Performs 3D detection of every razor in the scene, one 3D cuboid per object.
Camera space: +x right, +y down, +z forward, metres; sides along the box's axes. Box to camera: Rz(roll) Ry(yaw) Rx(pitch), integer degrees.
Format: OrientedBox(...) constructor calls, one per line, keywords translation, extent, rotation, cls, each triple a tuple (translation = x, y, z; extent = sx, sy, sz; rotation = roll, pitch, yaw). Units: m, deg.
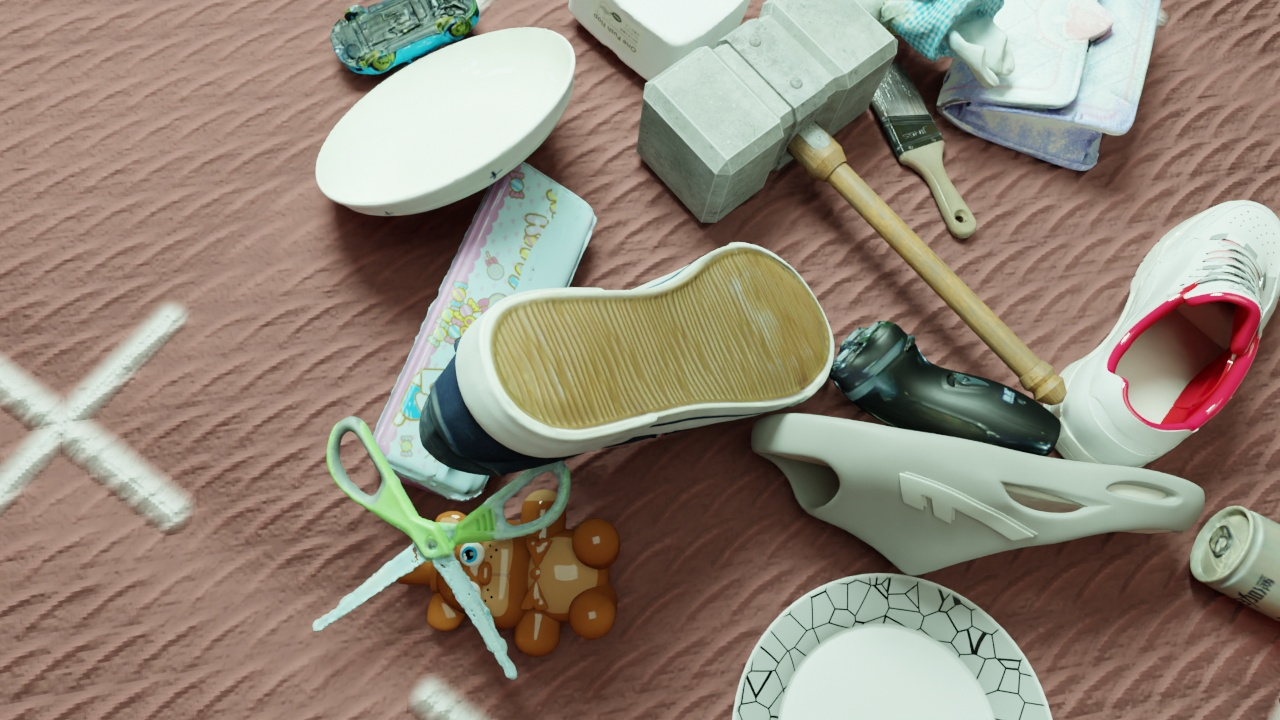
OrientedBox(translation=(0.190, 0.017, 0.570), extent=(0.140, 0.064, 0.052), rotation=(19, 40, 16), cls="razor")

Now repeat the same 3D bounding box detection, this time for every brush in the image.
OrientedBox(translation=(0.202, -0.154, 0.662), extent=(0.039, 0.012, 0.151), rotation=(-18, 74, -10), cls="brush")

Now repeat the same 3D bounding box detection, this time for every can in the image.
OrientedBox(translation=(0.415, 0.143, 0.557), extent=(0.135, 0.054, 0.054), rotation=(27, 72, 5), cls="can")

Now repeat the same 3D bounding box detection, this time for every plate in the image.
OrientedBox(translation=(-0.121, -0.149, 0.592), extent=(0.182, 0.034, 0.182), rotation=(-15, 44, 15), cls="plate")
OrientedBox(translation=(0.145, 0.220, 0.531), extent=(0.188, 0.016, 0.188), rotation=(1, 72, -4), cls="plate")

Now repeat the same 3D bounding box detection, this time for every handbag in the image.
OrientedBox(translation=(0.298, -0.231, 0.667), extent=(0.126, 0.069, 0.158), rotation=(20, 74, 4), cls="handbag")

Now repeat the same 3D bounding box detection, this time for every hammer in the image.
OrientedBox(translation=(0.159, -0.092, 0.601), extent=(0.162, 0.083, 0.317), rotation=(-38, 78, -15), cls="hammer")

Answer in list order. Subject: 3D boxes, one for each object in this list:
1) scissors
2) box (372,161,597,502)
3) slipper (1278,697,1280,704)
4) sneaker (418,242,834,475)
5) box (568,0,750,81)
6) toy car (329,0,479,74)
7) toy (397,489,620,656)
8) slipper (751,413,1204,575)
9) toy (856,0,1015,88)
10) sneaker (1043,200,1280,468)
OrientedBox(translation=(-0.113, 0.100, 0.501), extent=(0.172, 0.021, 0.171), rotation=(-36, 87, 3), cls="scissors")
OrientedBox(translation=(-0.095, -0.018, 0.576), extent=(0.078, 0.065, 0.213), rotation=(24, 71, -10), cls="box")
OrientedBox(translation=(0.495, 0.215, 0.515), extent=(0.248, 0.104, 0.059), rotation=(8, 57, -4), cls="slipper")
OrientedBox(translation=(-0.003, 0.003, 0.530), extent=(0.293, 0.128, 0.120), rotation=(-16, 75, -45), cls="sneaker")
OrientedBox(translation=(0.012, -0.257, 0.672), extent=(0.107, 0.091, 0.102), rotation=(43, 66, 5), cls="box")
OrientedBox(translation=(-0.166, -0.236, 0.652), extent=(0.105, 0.032, 0.048), rotation=(-26, 76, -7), cls="toy car")
OrientedBox(translation=(-0.076, 0.120, 0.525), extent=(0.128, 0.065, 0.095), rotation=(2, 80, 2), cls="toy")
OrientedBox(translation=(0.194, 0.091, 0.540), extent=(0.266, 0.113, 0.080), rotation=(10, 82, -7), cls="slipper")
OrientedBox(translation=(0.184, -0.254, 0.656), extent=(0.106, 0.130, 0.205), rotation=(-47, 63, 27), cls="toy")
OrientedBox(translation=(0.360, -0.029, 0.583), extent=(0.236, 0.104, 0.090), rotation=(-42, 79, -16), cls="sneaker")
